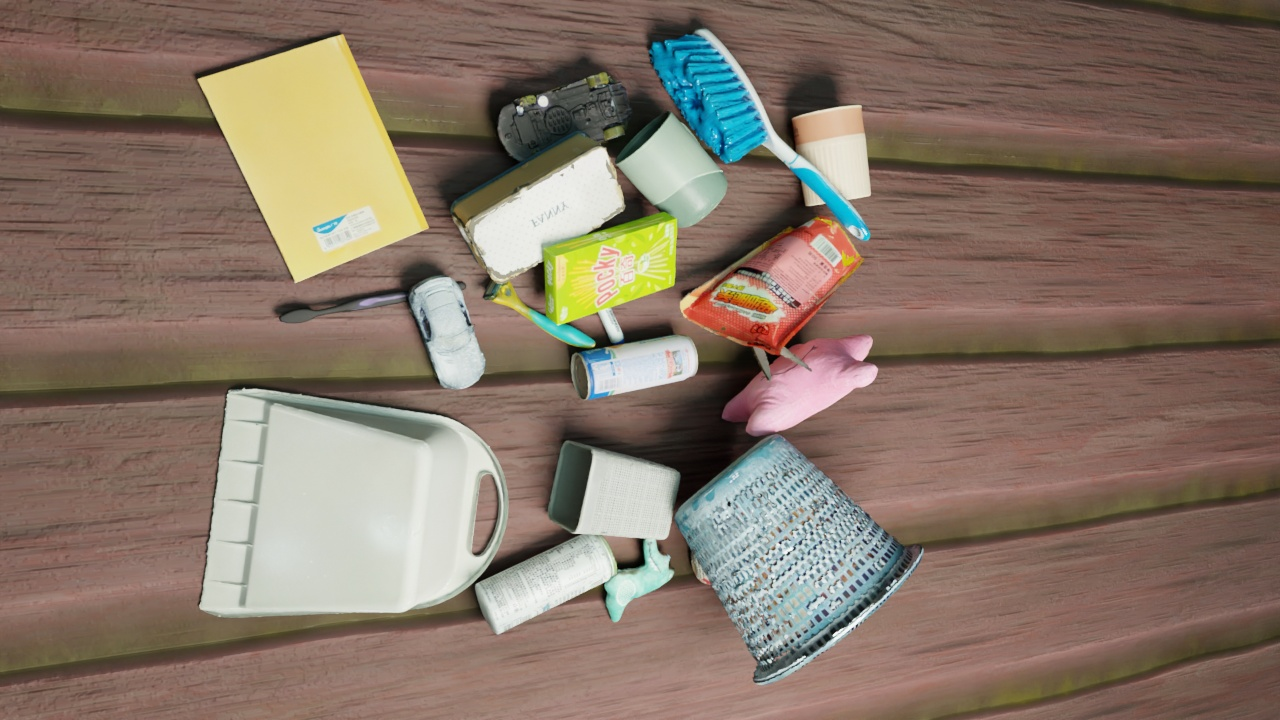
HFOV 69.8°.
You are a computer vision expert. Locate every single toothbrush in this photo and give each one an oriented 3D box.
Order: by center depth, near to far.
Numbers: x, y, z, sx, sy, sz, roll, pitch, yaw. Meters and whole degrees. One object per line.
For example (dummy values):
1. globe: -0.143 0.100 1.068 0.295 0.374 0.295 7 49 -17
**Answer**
1. toothbrush: -0.268 -0.060 0.930 0.188 0.017 0.014 -13 109 -25

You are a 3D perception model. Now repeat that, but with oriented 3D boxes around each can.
1. can: -0.101 0.237 0.989 0.146 0.058 0.058 -22 101 -21
2. can: -0.006 0.006 1.020 0.134 0.053 0.053 -11 97 -22

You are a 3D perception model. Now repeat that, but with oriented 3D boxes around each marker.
1. marker: -0.052 -0.083 1.015 0.016 0.017 0.146 -28 103 -19

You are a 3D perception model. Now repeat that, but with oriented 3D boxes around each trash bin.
1. trash bin: 0.151 0.196 0.984 0.226 0.227 0.195 -35 79 -18

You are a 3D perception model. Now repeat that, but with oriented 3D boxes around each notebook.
1. notebook: -0.316 -0.199 0.901 0.145 0.010 0.206 -27 103 -20

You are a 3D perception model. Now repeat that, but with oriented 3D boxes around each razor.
1. razor: -0.106 -0.048 0.988 0.132 0.028 0.043 32 54 -18

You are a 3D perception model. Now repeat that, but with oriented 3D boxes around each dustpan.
1. dustpan: -0.276 0.152 0.937 0.258 0.142 0.222 7 90 6

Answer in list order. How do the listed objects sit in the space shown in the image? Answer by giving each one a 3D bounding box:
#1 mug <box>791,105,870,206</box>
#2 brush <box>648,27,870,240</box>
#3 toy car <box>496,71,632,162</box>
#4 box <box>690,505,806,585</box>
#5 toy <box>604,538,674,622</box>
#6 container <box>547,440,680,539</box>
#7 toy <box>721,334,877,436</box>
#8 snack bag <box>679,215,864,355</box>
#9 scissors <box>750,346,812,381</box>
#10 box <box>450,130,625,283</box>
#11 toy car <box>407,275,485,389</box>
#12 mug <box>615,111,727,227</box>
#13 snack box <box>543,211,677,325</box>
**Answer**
1. mug: 0.237 -0.246 1.103 0.114 0.082 0.106 -20 104 -51
2. brush: 0.137 -0.246 1.034 0.109 0.061 0.314 -32 87 -27
3. toy car: -0.081 -0.259 0.980 0.158 0.042 0.070 -22 103 -22
4. box: 0.136 0.220 1.093 0.164 0.055 0.070 -18 115 -22
5. toy: -0.001 0.244 1.044 0.091 0.030 0.096 -20 121 -24
6. container: -0.027 0.145 1.001 0.114 0.090 0.090 14 88 -26
7. toy: 0.178 0.025 1.053 0.195 0.178 0.074 -29 103 16
8. snack bag: 0.155 -0.086 1.040 0.207 0.129 0.073 -41 147 -31
9. scissors: 0.121 -0.038 1.032 0.159 0.177 0.014 14 129 10
10. box: -0.098 -0.162 0.948 0.184 0.060 0.090 -33 129 -15
11. toy car: -0.198 -0.028 0.944 0.054 0.037 0.121 -23 109 -22
12. mug: 0.042 -0.216 1.021 0.106 0.082 0.111 44 45 -18
13. snack box: -0.030 -0.099 0.980 0.156 0.026 0.086 -21 131 -30
